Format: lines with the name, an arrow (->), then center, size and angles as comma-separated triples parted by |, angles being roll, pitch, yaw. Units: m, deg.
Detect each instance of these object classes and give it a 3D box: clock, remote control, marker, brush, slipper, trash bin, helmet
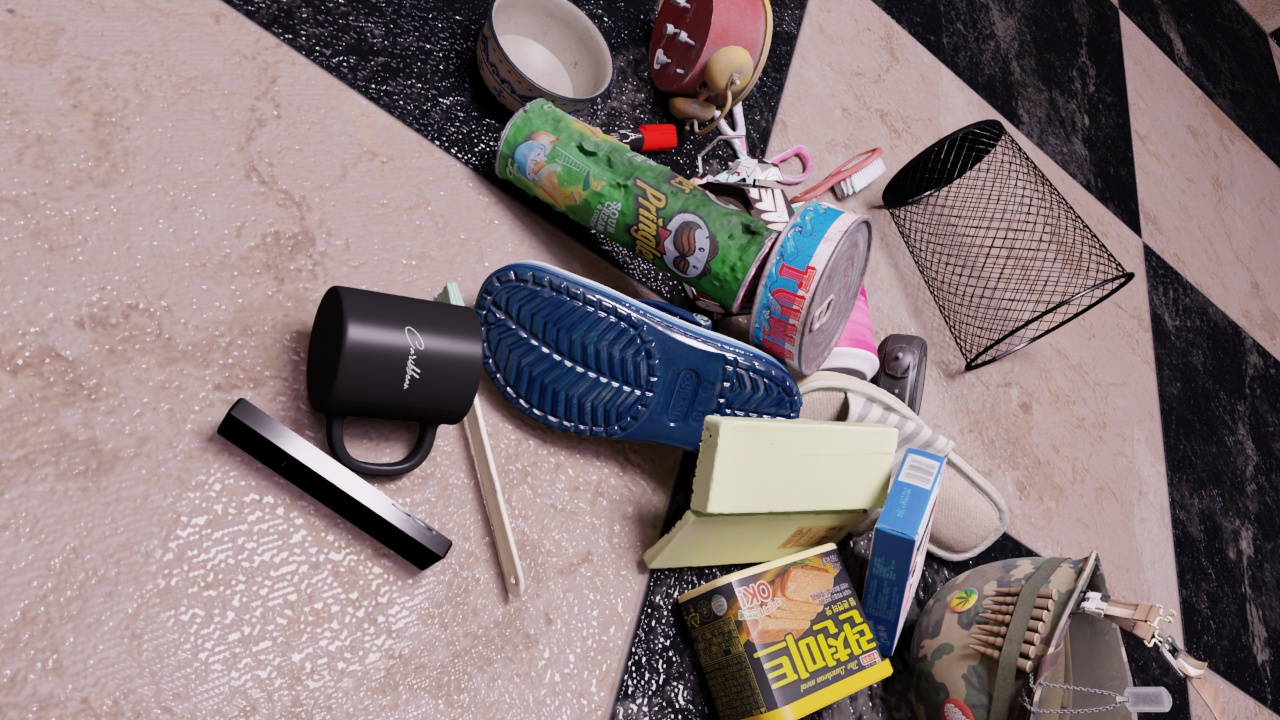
clock -> 0.231, 0.021, 0.833 | 0.122, 0.044, 0.091 | -15, 111, -67
clock -> 0.085, -0.115, 0.783 | 0.064, 0.115, 0.154 | -7, 88, -39
remote control -> -0.180, 0.075, 0.545 | 0.150, 0.035, 0.013 | 38, 50, -14
marker -> -0.026, -0.195, 0.811 | 0.144, 0.023, 0.021 | -14, 34, -40
brush -> -0.108, 0.051, 0.615 | 0.012, 0.033, 0.217 | -5, 71, -36
slipper -> 0.215, 0.101, 0.777 | 0.272, 0.115, 0.054 | 30, 18, -24
clock -> 0.057, -0.290, 0.864 | 0.081, 0.117, 0.158 | 7, 69, -30
slipper -> -0.004, 0.004, 0.679 | 0.252, 0.105, 0.095 | 20, 17, -12
brush -> 0.213, -0.187, 0.975 | 0.171, 0.041, 0.030 | -35, 107, -42
trash bin -> 0.373, -0.126, 0.971 | 0.183, 0.185, 0.210 | -14, 69, -40
helmet -> 0.320, 0.248, 0.684 | 0.193, 0.237, 0.223 | 64, 33, -23

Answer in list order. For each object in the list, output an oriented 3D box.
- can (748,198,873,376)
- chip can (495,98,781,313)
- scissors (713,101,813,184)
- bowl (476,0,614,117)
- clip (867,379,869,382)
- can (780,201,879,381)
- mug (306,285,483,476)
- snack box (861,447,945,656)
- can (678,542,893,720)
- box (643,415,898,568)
can -> 0.133, -0.056, 0.707 | 0.044, 0.130, 0.129 | 24, 44, 23
chip can -> -0.004, -0.122, 0.704 | 0.223, 0.076, 0.075 | 31, 48, 9
scissors -> 0.106, -0.212, 0.926 | 0.170, 0.014, 0.168 | -31, 88, -39
bowl -> -0.086, -0.249, 0.771 | 0.115, 0.059, 0.115 | 17, 57, -29
clip -> 0.201, 0.027, 0.854 | 0.054, 0.041, 0.101 | 55, 45, -16
can -> 0.158, -0.054, 0.826 | 0.088, 0.088, 0.165 | 13, 59, -31
mug -> -0.157, 0.016, 0.575 | 0.087, 0.078, 0.113 | 8, 88, -33
snack box -> 0.202, 0.152, 0.718 | 0.033, 0.154, 0.087 | 17, 45, 23
can -> 0.103, 0.199, 0.663 | 0.130, 0.073, 0.101 | -6, 68, -38
box -> 0.104, 0.103, 0.675 | 0.187, 0.141, 0.048 | 7, 29, -37
